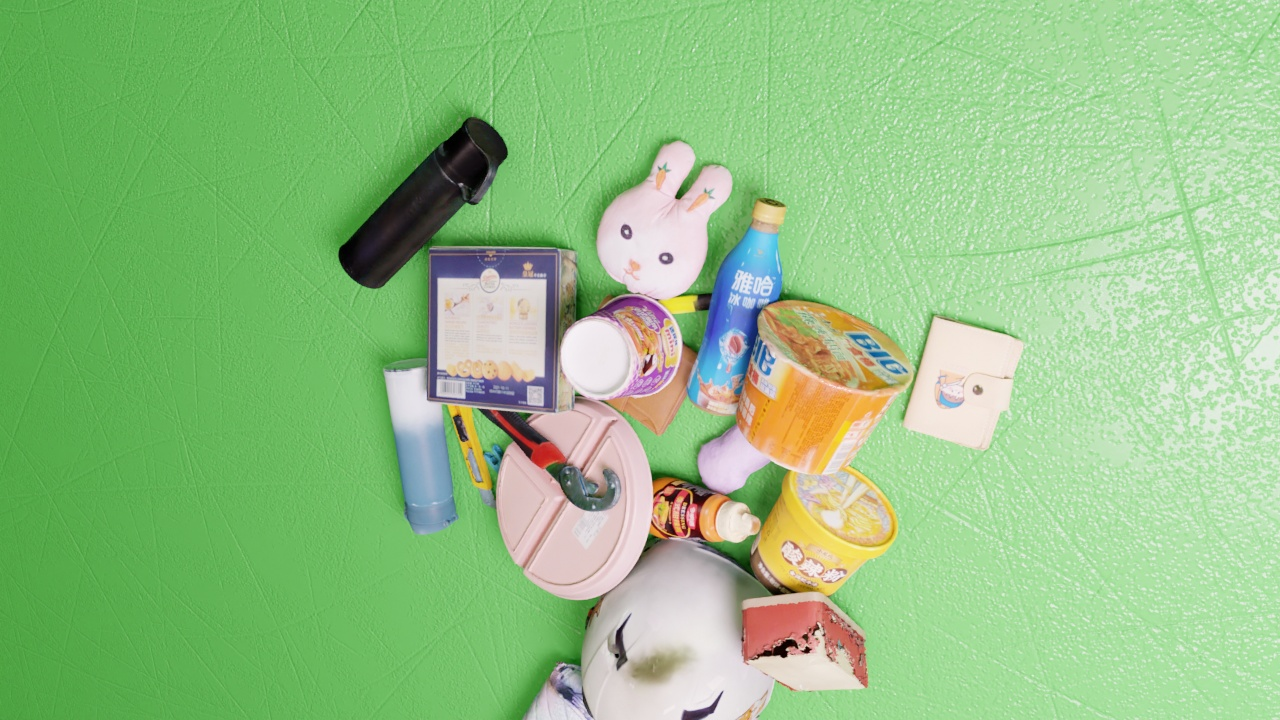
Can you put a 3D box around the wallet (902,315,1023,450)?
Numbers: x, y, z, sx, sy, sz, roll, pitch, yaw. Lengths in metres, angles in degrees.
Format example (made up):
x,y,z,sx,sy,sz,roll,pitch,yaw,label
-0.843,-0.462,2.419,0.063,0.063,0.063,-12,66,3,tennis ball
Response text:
x,y,z,sx,sy,sz,roll,pitch,yaw,label
0.303,0.023,0.861,0.087,0.024,0.115,17,110,20,wallet

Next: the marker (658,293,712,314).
x,y,z,sx,sy,sz,roll,pitch,yaw,label
0.075,-0.062,0.956,0.124,0.015,0.018,-5,106,24,marker

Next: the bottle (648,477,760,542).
x,y,z,sx,sy,sz,roll,pitch,yaw,label
0.065,0.163,0.971,0.150,0.066,0.067,3,106,47,bottle

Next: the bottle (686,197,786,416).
x,y,z,sx,sy,sz,roll,pitch,yaw,label
0.100,-0.052,0.904,0.065,0.065,0.219,23,116,19,bottle

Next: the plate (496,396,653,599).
x,y,z,sx,sy,sz,roll,pitch,yaw,label
-0.084,0.154,1.037,0.230,0.028,0.229,-5,81,37,plate

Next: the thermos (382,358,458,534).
x,y,z,sx,sy,sz,roll,pitch,yaw,label
-0.274,0.109,1.144,0.070,0.070,0.220,2,105,26,thermos

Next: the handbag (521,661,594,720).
x,y,z,sx,sy,sz,roll,pitch,yaw,label
-0.093,0.485,1.153,0.134,0.075,0.194,35,116,14,handbag

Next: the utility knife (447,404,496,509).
x,y,z,sx,sy,sz,roll,pitch,yaw,label
-0.211,0.103,1.139,0.033,0.015,0.181,-13,98,31,utility knife

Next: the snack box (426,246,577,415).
x,y,z,sx,sy,sz,roll,pitch,yaw,label
-0.159,-0.037,1.039,0.178,0.045,0.182,4,95,27,snack box

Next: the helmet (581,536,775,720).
x,y,z,sx,sy,sz,roll,pitch,yaw,label
0.028,0.339,1.007,0.230,0.156,0.275,33,116,15,helmet

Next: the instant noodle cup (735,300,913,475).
x,y,z,sx,sy,sz,roll,pitch,yaw,label
0.163,0.029,0.867,0.151,0.151,0.112,29,123,17,instant noodle cup

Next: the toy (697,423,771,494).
x,y,z,sx,sy,sz,roll,pitch,yaw,label
0.101,0.097,0.972,0.108,0.038,0.084,-46,64,30,toy

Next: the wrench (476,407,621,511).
x,y,z,sx,sy,sz,roll,pitch,yaw,label
-0.121,0.091,1.043,0.273,0.016,0.056,33,102,36,wrench

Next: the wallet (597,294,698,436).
x,y,z,sx,sy,sz,roll,pitch,yaw,label
-0.006,0.006,1.005,0.132,0.031,0.108,35,115,15,wallet

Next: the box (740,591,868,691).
x,y,z,sx,sy,sz,roll,pitch,yaw,label
0.168,0.292,0.914,0.091,0.168,0.075,-13,56,24,box

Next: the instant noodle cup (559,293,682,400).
x,y,z,sx,sy,sz,roll,pitch,yaw,label
-0.024,-0.009,0.939,0.112,0.099,0.111,4,101,22,instant noodle cup

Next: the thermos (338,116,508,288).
x,y,z,sx,sy,sz,roll,pitch,yaw,label
-0.249,-0.169,1.045,0.243,0.068,0.089,-36,52,30,thermos

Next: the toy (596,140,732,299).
x,y,z,sx,sy,sz,roll,pitch,yaw,label
0.023,-0.142,0.939,0.121,0.054,0.160,33,108,14,toy

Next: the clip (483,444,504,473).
x,y,z,sx,sy,sz,roll,pitch,yaw,label
-0.170,0.130,1.128,0.048,0.014,0.057,-43,82,26,clip

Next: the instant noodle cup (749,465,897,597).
x,y,z,sx,sy,sz,roll,pitch,yaw,label
0.175,0.176,0.918,0.118,0.118,0.115,37,124,13,instant noodle cup
